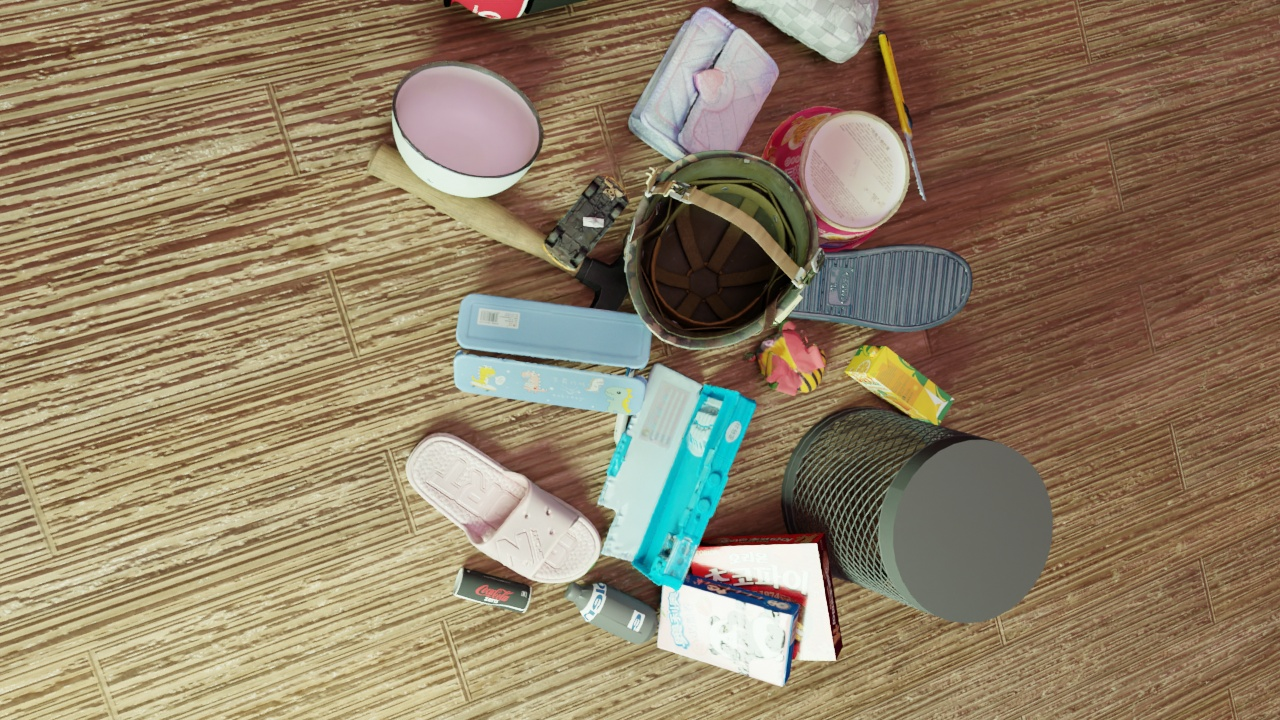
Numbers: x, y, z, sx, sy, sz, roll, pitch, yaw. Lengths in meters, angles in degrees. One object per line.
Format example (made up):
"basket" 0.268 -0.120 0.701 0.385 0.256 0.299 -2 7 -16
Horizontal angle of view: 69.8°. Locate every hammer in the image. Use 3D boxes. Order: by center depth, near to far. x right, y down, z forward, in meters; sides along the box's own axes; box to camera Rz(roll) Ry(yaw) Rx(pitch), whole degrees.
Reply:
"hammer" -0.151 -0.142 0.998 0.305 0.040 0.132 27 82 -14

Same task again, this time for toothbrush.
"toothbrush" -0.006 0.006 1.052 0.017 0.016 0.189 12 89 -26

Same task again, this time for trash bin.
"trash bin" 0.306 0.169 1.034 0.217 0.227 0.218 -1 92 -16

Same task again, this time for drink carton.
"drink carton" 0.313 0.028 1.118 0.122 0.058 0.041 36 82 -14

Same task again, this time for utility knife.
"utility knife" 0.310 -0.292 1.087 0.030 0.019 0.227 14 66 -52

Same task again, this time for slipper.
"slipper" -0.147 0.167 0.995 0.239 0.064 0.094 37 83 -12
"slipper" 0.254 -0.086 1.094 0.264 0.082 0.101 2 92 4

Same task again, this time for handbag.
"handbag" 0.200 -0.427 1.037 0.171 0.124 0.112 25 70 -16
"handbag" 0.077 -0.299 1.038 0.126 0.069 0.158 31 81 -16

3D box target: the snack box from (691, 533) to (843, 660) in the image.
"snack box" 0.141 0.269 1.044 0.152 0.035 0.132 -8 95 26

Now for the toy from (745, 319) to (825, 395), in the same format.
"toy" 0.178 0.000 1.090 0.103 0.046 0.084 25 72 -20

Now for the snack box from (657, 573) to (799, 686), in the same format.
"snack box" 0.096 0.299 1.030 0.154 0.033 0.088 11 103 24

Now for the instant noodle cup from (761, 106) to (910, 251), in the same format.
"instant noodle cup" 0.236 -0.217 1.078 0.178 0.078 0.178 -1 92 -16

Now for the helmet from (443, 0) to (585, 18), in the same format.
"helmet" -0.074 -0.476 0.923 0.224 0.198 0.271 4 99 -15

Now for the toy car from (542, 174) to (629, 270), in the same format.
"toy car" -0.060 -0.146 0.984 0.047 0.047 0.111 40 77 -8

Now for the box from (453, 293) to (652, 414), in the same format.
"box" -0.094 -0.003 0.978 0.209 0.047 0.122 8 104 -1

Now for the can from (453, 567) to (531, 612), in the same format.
"can" -0.163 0.253 1.010 0.080 0.031 0.031 19 87 -15

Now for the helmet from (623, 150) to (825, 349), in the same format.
"helmet" 0.082 -0.113 0.953 0.193 0.237 0.223 32 64 3

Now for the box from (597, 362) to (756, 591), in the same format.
"box" 0.023 0.123 1.021 0.117 0.097 0.226 24 86 -20

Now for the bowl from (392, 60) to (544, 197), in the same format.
"bowl" -0.183 -0.229 0.949 0.153 0.073 0.153 11 58 -19

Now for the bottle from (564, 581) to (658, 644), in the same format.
"bottle" -0.034 0.282 1.039 0.112 0.047 0.047 30 84 -14
